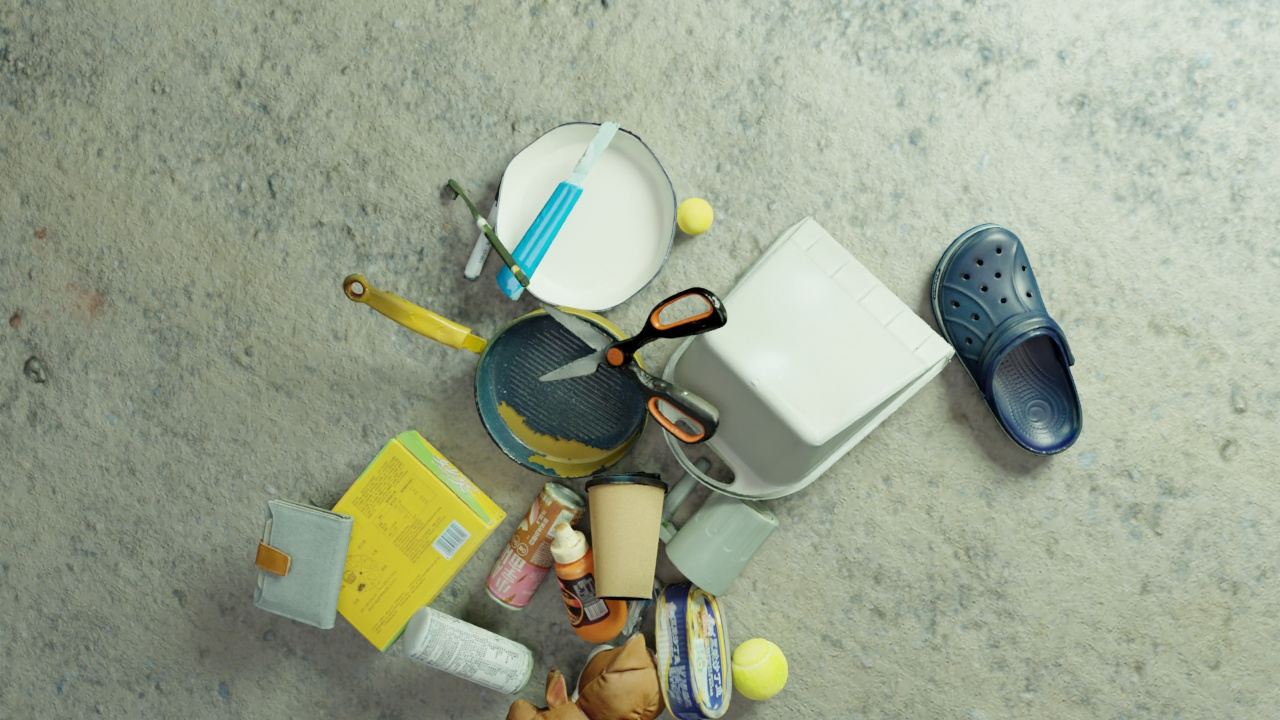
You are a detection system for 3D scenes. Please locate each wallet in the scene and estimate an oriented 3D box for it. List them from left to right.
[{"bbox_3d":[-0.388,0.230,1.044,0.106,0.037,0.130,13,96,8],"label":"wallet"}]

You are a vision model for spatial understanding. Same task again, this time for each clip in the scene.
[{"bbox_3d":[-0.006,0.293,1.065,0.025,0.036,0.058,31,105,43],"label":"clip"}]

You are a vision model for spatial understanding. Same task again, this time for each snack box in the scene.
[{"bbox_3d":[-0.285,0.209,1.079,0.157,0.070,0.210,42,100,4],"label":"snack box"}]

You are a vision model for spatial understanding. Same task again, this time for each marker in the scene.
[{"bbox_3d":[-0.173,-0.152,1.054,0.018,0.022,0.131,34,101,49],"label":"marker"}]

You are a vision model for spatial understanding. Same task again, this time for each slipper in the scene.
[{"bbox_3d":[0.380,-0.015,0.943,0.105,0.095,0.253,-22,95,8],"label":"slipper"}]

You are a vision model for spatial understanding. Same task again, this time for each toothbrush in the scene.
[{"bbox_3d":[-0.172,-0.142,1.018,0.017,0.012,0.186,-48,59,17],"label":"toothbrush"},{"bbox_3d":[0.040,0.343,1.068,0.018,0.016,0.191,-16,93,20],"label":"toothbrush"}]

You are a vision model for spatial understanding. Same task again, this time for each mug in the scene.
[{"bbox_3d":[0.077,0.182,1.021,0.124,0.083,0.103,43,100,28],"label":"mug"}]

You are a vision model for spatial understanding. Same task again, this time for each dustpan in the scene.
[{"bbox_3d":[0.151,0.016,0.981,0.257,0.143,0.222,-37,75,-28],"label":"dustpan"}]

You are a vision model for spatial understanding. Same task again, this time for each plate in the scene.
[{"bbox_3d":[-0.058,-0.158,1.022,0.205,0.045,0.205,1,95,8],"label":"plate"}]

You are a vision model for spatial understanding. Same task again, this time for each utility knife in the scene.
[{"bbox_3d":[-0.089,-0.164,0.993,0.034,0.018,0.223,36,101,6],"label":"utility knife"}]

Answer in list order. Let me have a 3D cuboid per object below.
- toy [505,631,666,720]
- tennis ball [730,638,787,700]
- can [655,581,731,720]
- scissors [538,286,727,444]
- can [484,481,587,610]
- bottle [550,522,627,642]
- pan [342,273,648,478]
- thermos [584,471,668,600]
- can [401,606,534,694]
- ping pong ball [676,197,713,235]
[{"bbox_3d":[-0.044,0.386,1.040,0.200,0.130,0.140,-39,128,14],"label":"toy"},{"bbox_3d":[0.132,0.346,1.027,0.065,0.065,0.065,1,95,9],"label":"tennis ball"},{"bbox_3d":[0.059,0.319,1.013,0.049,0.074,0.148,-21,64,38],"label":"can"},{"bbox_3d":[-0.001,-0.005,0.930,0.233,0.021,0.221,-41,89,30],"label":"scissors"},{"bbox_3d":[-0.121,0.214,1.059,0.058,0.058,0.147,33,99,5],"label":"can"},{"bbox_3d":[-0.064,0.245,1.031,0.067,0.066,0.149,-16,113,10],"label":"bottle"},{"bbox_3d":[-0.156,-0.001,1.005,0.357,0.078,0.198,32,110,-2],"label":"pan"},{"bbox_3d":[-0.016,0.188,1.004,0.093,0.093,0.143,-2,72,9],"label":"thermos"},{"bbox_3d":[-0.197,0.333,1.050,0.146,0.058,0.058,31,100,-26],"label":"can"},{"bbox_3d":[0.059,-0.158,1.006,0.040,0.040,0.040,1,95,9],"label":"ping pong ball"}]
